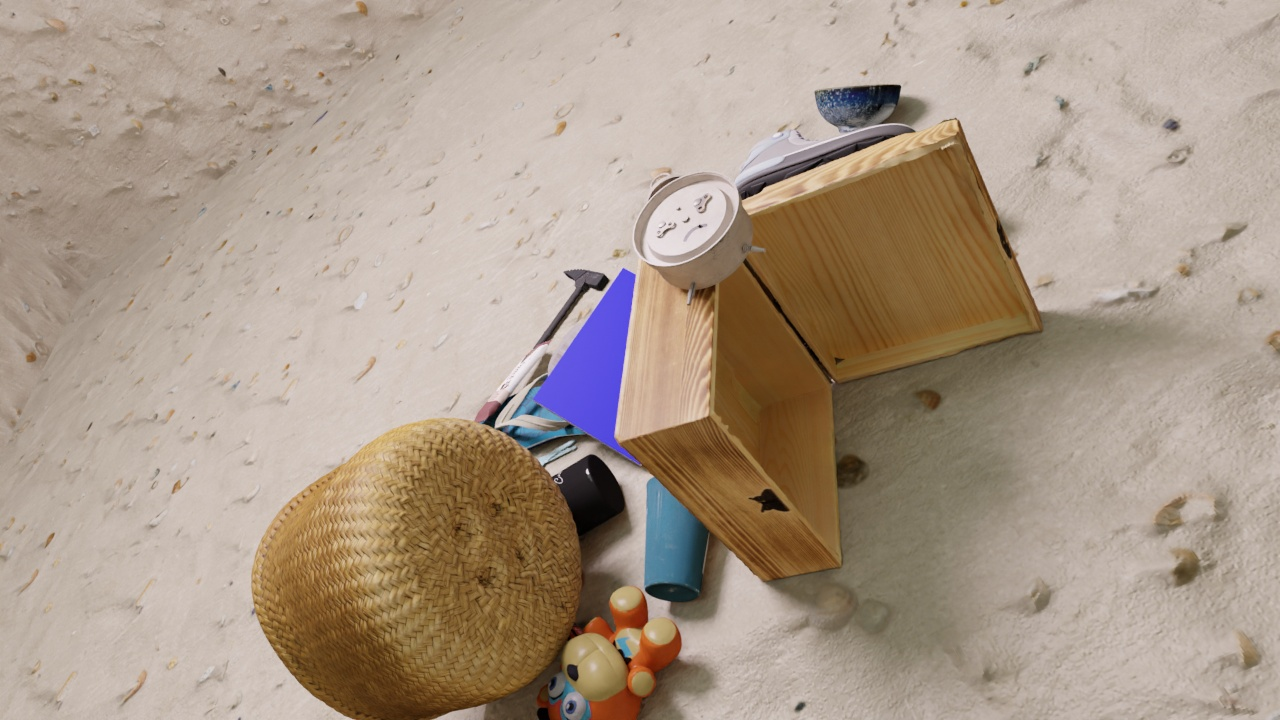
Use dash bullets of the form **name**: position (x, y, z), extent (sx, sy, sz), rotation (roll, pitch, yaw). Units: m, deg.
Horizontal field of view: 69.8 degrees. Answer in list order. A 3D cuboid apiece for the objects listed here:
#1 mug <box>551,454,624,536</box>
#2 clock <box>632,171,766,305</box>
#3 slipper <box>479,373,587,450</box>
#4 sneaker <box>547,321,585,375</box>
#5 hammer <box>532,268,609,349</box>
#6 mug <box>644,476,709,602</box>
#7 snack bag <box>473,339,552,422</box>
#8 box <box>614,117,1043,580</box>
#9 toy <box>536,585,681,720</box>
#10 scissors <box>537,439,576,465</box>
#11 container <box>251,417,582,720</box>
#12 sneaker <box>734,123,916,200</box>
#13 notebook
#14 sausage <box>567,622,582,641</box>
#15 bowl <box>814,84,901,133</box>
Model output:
- **mug**: position (-0.074, 0.160, 1.109), extent (0.088, 0.078, 0.113), rotation (-32, 14, 13)
- **clock**: position (0.045, -0.125, 0.838), extent (0.103, 0.061, 0.156), rotation (-35, 46, 8)
- **slipper**: position (-0.126, 0.063, 1.243), extent (0.296, 0.060, 0.118), rotation (-12, 40, 32)
- **sneaker**: position (-0.023, -0.034, 1.229), extent (0.236, 0.089, 0.099), rotation (-43, 73, -9)
- **hammer**: position (-0.168, -0.009, 1.386), extent (0.095, 0.015, 0.324), rotation (17, 67, 47)
- **mug**: position (0.039, 0.190, 0.981), extent (0.078, 0.078, 0.121), rotation (-15, 51, 30)
- **snack bag**: position (-0.185, 0.030, 1.315), extent (0.157, 0.013, 0.057), rotation (-52, 18, -25)
- **box**: position (0.196, -0.007, 0.866), extent (0.337, 0.279, 0.285), rotation (-21, 43, 27)
- **toy**: position (-0.035, 0.317, 0.917), extent (0.112, 0.096, 0.176), rotation (31, 88, 49)
- **scissors**: position (-0.142, 0.136, 1.236), extent (0.141, 0.015, 0.076), rotation (-30, 37, 6)
- **container**: position (-0.206, 0.215, 0.951), extent (0.197, 0.307, 0.306), rotation (-25, 40, 36)
- **sneaker**: position (0.247, -0.278, 1.232), extent (0.257, 0.093, 0.160), rotation (-16, 37, 28)
- **notebook**: position (-0.007, 0.007, 1.154), extent (0.171, 0.022, 0.209), rotation (30, 77, 16)
- **sausage**: position (-0.085, 0.295, 1.029), extent (0.020, 0.020, 0.155), rotation (-48, 39, -7)
- **bowl**: position (0.296, -0.341, 1.248), extent (0.114, 0.061, 0.114), rotation (-4, 12, 1)
